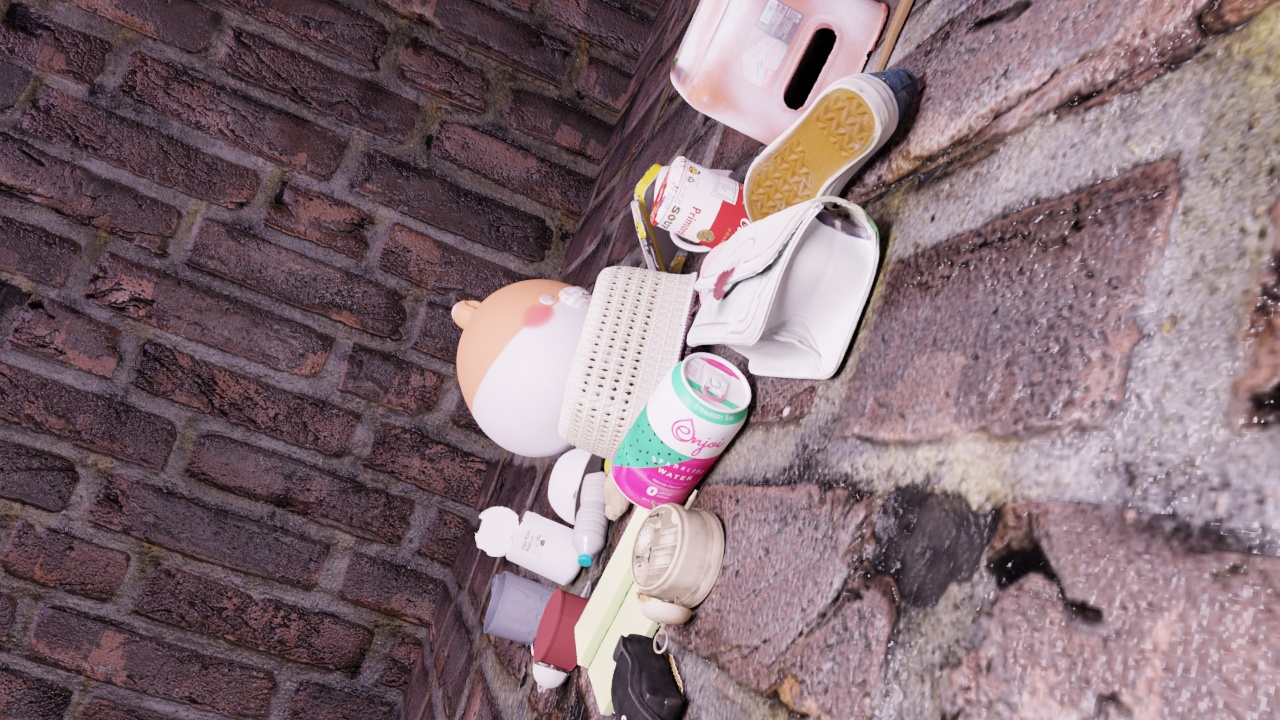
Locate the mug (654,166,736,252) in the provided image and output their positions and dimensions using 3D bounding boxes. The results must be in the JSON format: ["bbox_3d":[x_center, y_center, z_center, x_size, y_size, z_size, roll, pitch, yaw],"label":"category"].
[{"bbox_3d":[0.072,-0.194,1.193,0.073,0.090,0.111,-53,-34,-57],"label":"mug"}]

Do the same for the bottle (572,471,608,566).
[{"bbox_3d":[-0.064,0.212,1.226,0.136,0.044,0.044,-81,17,-45],"label":"bottle"}]

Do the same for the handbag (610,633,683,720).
[{"bbox_3d":[-0.002,0.296,0.803,0.128,0.054,0.079,-130,58,-74],"label":"handbag"}]

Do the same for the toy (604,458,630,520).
[{"bbox_3d":[-0.023,0.146,1.166,0.092,0.043,0.117,132,155,-56],"label":"toy"}]

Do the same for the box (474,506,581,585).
[{"bbox_3d":[-0.159,0.256,1.292,0.095,0.165,0.084,115,179,-78],"label":"box"}]

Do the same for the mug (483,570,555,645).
[{"bbox_3d":[-0.150,0.335,1.248,0.124,0.104,0.084,-145,76,-78],"label":"mug"}]

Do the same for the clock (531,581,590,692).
[{"bbox_3d":[-0.100,0.346,1.145,0.096,0.048,0.138,-126,59,-76],"label":"clock"}]

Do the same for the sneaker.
[{"bbox_3d":[0.169,-0.188,0.839,0.079,0.087,0.236,-39,-6,-26],"label":"sneaker"}]

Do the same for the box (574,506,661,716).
[{"bbox_3d":[-0.014,0.250,0.947,0.187,0.030,0.138,-63,21,17],"label":"box"}]

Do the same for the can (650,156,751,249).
[{"bbox_3d":[0.081,-0.179,1.087,0.087,0.116,0.086,-160,91,-78],"label":"can"}]

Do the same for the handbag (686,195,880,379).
[{"bbox_3d":[0.116,-0.064,0.797,0.199,0.096,0.142,177,114,-78],"label":"handbag"}]

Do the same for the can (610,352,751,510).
[{"bbox_3d":[0.038,0.074,0.913,0.088,0.088,0.166,-82,18,-48],"label":"can"}]

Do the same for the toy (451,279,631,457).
[{"bbox_3d":[-0.145,-0.001,1.371,0.262,0.281,0.266,-22,-28,-54],"label":"toy"}]

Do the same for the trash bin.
[{"bbox_3d":[0.140,-0.353,1.039,0.259,0.157,0.182,-97,31,-67],"label":"trash bin"}]

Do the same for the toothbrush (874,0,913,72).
[{"bbox_3d":[0.239,-0.311,0.872,0.016,0.016,0.167,-137,70,-76],"label":"toothbrush"}]

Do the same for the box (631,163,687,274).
[{"bbox_3d":[0.026,-0.163,1.271,0.210,0.045,0.128,69,-150,-58],"label":"box"}]

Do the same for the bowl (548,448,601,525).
[{"bbox_3d":[-0.099,0.176,1.318,0.114,0.050,0.114,14,-91,-78],"label":"bowl"}]

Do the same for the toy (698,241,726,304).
[{"bbox_3d":[0.107,-0.103,1.020,0.105,0.053,0.108,-41,25,35],"label":"toy"}]

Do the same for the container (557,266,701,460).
[{"bbox_3d":[-0.006,0.006,1.093,0.185,0.143,0.251,105,180,-60],"label":"container"}]

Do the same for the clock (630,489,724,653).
[{"bbox_3d":[0.025,0.191,0.826,0.093,0.054,0.140,-26,47,54],"label":"clock"}]
